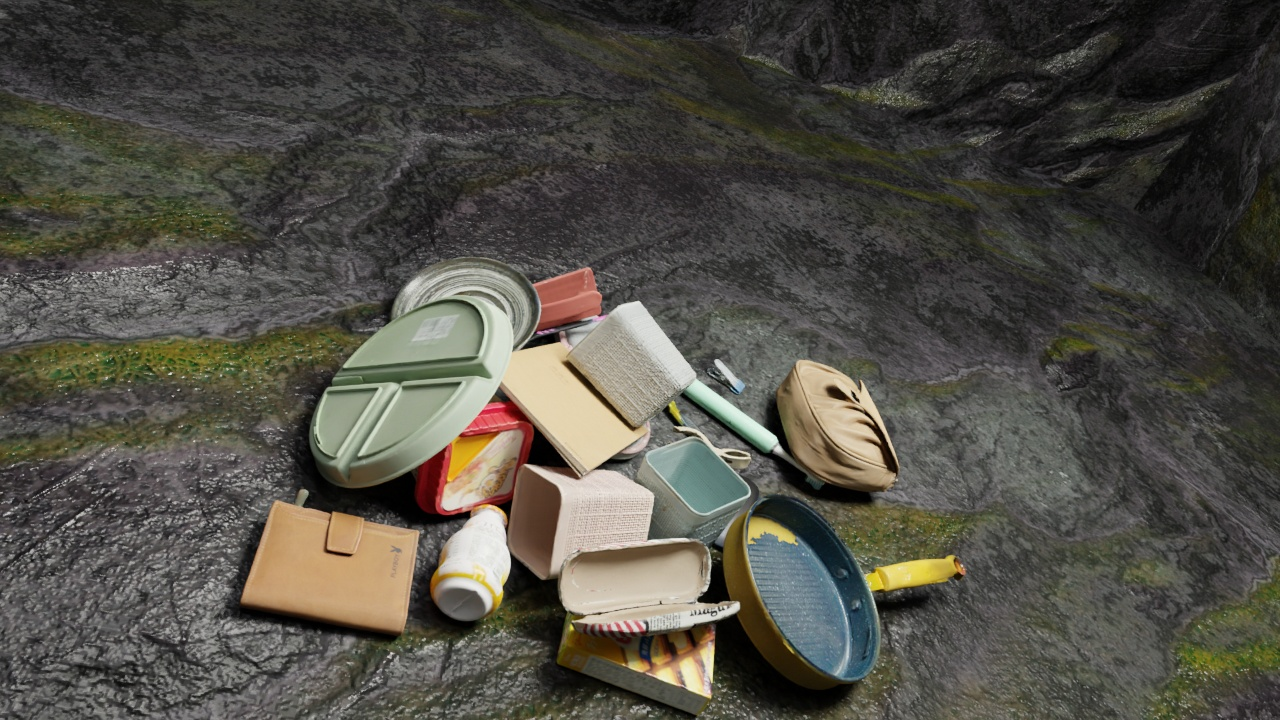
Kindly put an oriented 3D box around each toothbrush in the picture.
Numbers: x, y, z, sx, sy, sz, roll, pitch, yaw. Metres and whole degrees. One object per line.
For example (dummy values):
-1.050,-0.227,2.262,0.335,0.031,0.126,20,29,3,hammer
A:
0.144,0.092,1.182,0.224,0.027,0.026,36,38,16,toothbrush
-0.107,-0.039,1.145,0.189,0.018,0.014,-17,17,-20,toothbrush

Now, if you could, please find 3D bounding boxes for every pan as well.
0.230,0.233,0.968,0.356,0.078,0.197,12,50,-44,pan

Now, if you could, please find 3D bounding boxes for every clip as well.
0.121,0.022,1.271,0.057,0.028,0.024,42,36,6,clip
0.073,0.107,1.096,0.099,0.035,0.098,-13,43,-35,clip

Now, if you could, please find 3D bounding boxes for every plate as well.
-0.224,0.021,0.874,0.027,0.230,0.229,55,13,-38,plate
-0.209,-0.052,1.098,0.179,0.024,0.179,1,52,-1,plate

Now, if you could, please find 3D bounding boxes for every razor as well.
0.056,0.075,1.152,0.142,0.022,0.043,49,-5,27,razor

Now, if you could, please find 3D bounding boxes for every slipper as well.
-0.049,0.014,1.132,0.114,0.055,0.274,11,35,-22,slipper

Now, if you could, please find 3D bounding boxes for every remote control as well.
0.107,0.166,1.051,0.053,0.024,0.136,27,32,6,remote control

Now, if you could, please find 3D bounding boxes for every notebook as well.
-0.074,0.043,0.962,0.149,0.012,0.211,46,16,7,notebook

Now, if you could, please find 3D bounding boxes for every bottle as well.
-0.147,0.178,0.822,0.063,0.063,0.108,21,33,-8,bottle

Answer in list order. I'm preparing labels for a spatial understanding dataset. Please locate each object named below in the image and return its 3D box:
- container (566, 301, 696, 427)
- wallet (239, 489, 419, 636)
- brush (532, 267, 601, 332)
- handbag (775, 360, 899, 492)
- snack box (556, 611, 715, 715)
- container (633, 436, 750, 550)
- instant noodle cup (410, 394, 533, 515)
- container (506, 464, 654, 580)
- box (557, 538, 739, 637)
-0.006,0.006,1.040,0.114,0.090,0.090,49,18,6,container
-0.260,0.173,0.785,0.130,0.035,0.118,15,39,-17,wallet
-0.123,-0.068,1.154,0.145,0.063,0.069,-17,23,-11,brush
0.259,0.080,1.201,0.147,0.100,0.204,25,27,-18,handbag
-0.001,0.258,0.838,0.140,0.034,0.086,21,32,-4,snack box
0.037,0.154,0.939,0.090,0.112,0.090,-14,50,-45,container
-0.184,0.074,0.911,0.116,0.116,0.124,-7,32,-41,instant noodle cup
-0.055,0.152,0.881,0.110,0.090,0.090,4,9,-35,container
0.012,0.206,0.819,0.161,0.075,0.086,4,5,-34,box
